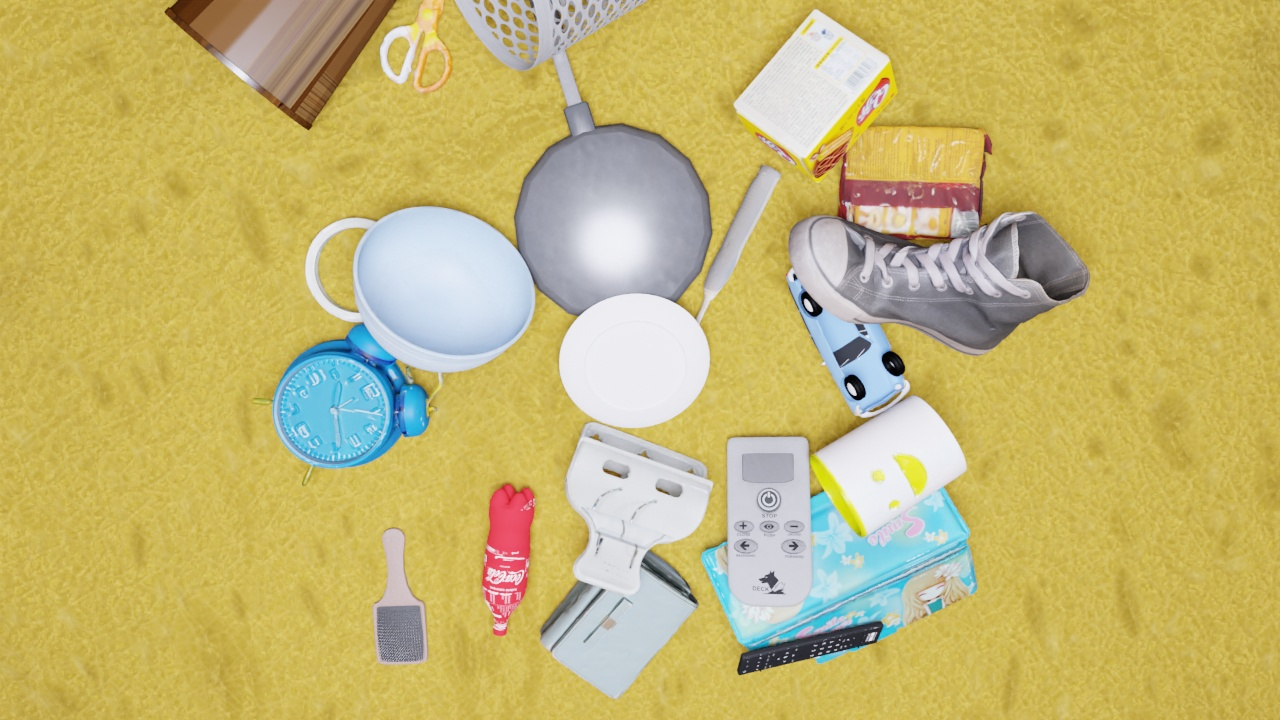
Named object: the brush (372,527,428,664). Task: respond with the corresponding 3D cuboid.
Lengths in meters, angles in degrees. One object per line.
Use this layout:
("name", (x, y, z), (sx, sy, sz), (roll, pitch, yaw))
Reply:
("brush", (-0.230, 0.225, 0.867), (0.050, 0.015, 0.136), (-2, 99, 0))

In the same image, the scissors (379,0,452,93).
("scissors", (-0.185, -0.297, 0.790), (0.065, 0.013, 0.128), (16, 99, -4))

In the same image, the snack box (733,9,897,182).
("snack box", (0.147, -0.219, 0.768), (0.083, 0.061, 0.106), (44, 97, 22))

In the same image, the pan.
("pan", (-0.051, -0.202, 0.791), (0.178, 0.041, 0.357), (-18, 99, 2))

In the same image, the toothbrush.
("toothbrush", (0.076, -0.086, 0.822), (0.022, 0.024, 0.186), (30, 99, 34))

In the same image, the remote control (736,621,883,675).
("remote control", (0.156, 0.263, 0.838), (0.140, 0.009, 0.030), (-8, 134, -14))

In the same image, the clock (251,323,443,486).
("clock", (-0.252, 0.032, 0.814), (0.161, 0.060, 0.117), (-31, 97, 1))

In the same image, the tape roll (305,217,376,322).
("tape roll", (-0.251, -0.081, 0.821), (0.093, 0.013, 0.093), (0, 99, -1))

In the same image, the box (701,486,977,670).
("box", (0.191, 0.203, 0.843), (0.227, 0.084, 0.171), (-26, 98, 3))

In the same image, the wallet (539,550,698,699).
("wallet", (-0.021, 0.241, 0.858), (0.100, 0.054, 0.132), (37, 100, -4))

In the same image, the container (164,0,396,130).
("container", (-0.267, -0.294, 0.736), (0.132, 0.132, 0.167), (40, 90, -6))

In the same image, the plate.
("plate", (-0.005, 0.005, 0.818), (0.134, 0.011, 0.135), (-1, 117, -3))

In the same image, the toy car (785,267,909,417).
("toy car", (0.182, -0.024, 0.815), (0.056, 0.055, 0.153), (-30, 97, -11))

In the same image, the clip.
("clip", (-0.009, 0.126, 0.800), (0.126, 0.105, 0.151), (20, 54, -1))

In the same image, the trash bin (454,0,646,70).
("trash bin", (-0.047, -0.334, 0.695), (0.183, 0.157, 0.156), (-34, 98, -18))

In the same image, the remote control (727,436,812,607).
("remote control", (0.115, 0.143, 0.823), (0.074, 0.019, 0.151), (-1, 73, 9))

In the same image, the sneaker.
("sneaker", (0.239, -0.078, 0.746), (0.234, 0.120, 0.095), (21, 61, -17))

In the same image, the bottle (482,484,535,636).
("bottle", (-0.124, 0.186, 0.849), (0.042, 0.042, 0.141), (6, 99, -2))

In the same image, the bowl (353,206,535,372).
("bowl", (-0.173, -0.049, 0.780), (0.150, 0.150, 0.075), (35, 141, -6))

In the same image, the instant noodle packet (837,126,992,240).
("instant noodle packet", (0.241, -0.154, 0.806), (0.135, 0.039, 0.098), (2, 102, 2))

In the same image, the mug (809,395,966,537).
("mug", (0.212, 0.091, 0.793), (0.106, 0.082, 0.082), (-32, 98, -1))
